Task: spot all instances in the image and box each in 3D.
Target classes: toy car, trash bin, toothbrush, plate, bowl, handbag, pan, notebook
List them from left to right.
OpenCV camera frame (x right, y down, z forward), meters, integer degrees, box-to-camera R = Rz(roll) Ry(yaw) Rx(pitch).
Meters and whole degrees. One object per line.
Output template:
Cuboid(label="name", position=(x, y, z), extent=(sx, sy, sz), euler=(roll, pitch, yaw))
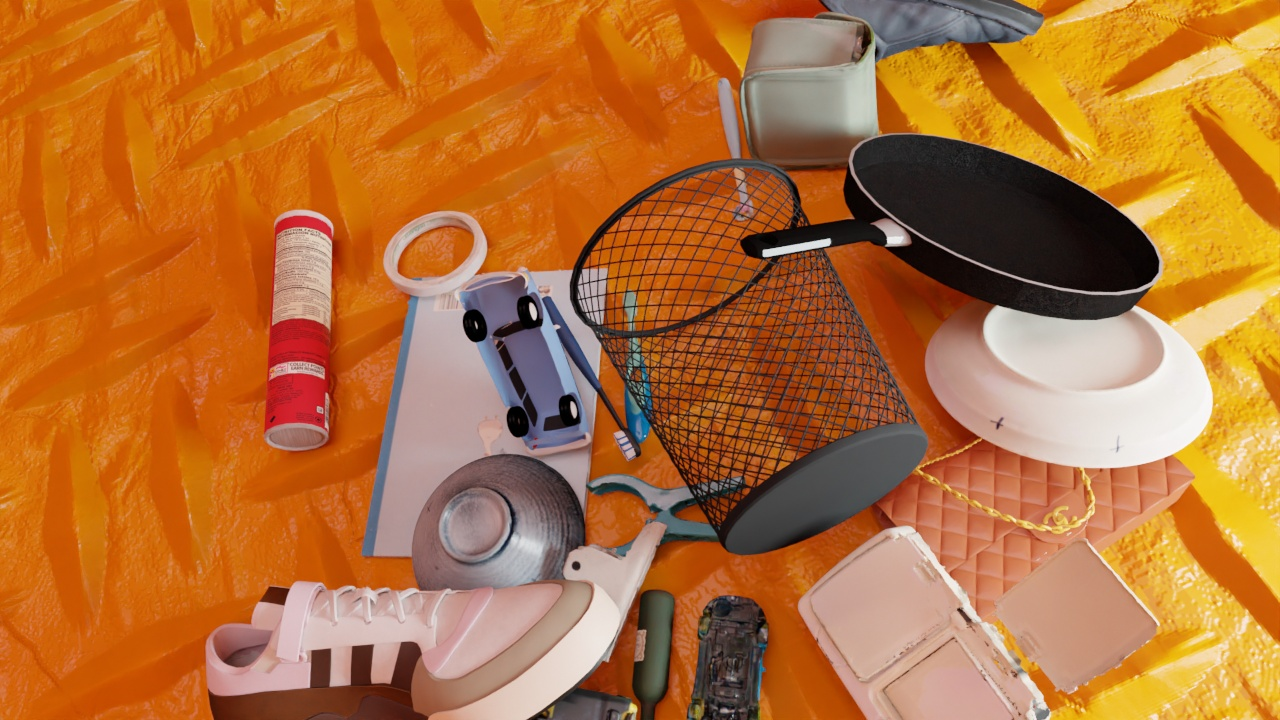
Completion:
Cuboid(label="bowl", position=(-0.113, 0.125, 0.670), extent=(0.137, 0.057, 0.137), euler=(-4, 66, 10))
Cuboid(label="notebook", position=(-0.124, 0.037, 0.752), extent=(0.181, 0.009, 0.253), euler=(-1, 65, 12))
Cuboid(label="toy car", position=(-0.084, 0.000, 0.685), extent=(0.056, 0.153, 0.054), euler=(-13, 26, 15))
Cuboid(label="toothbrush", position=(-0.043, 0.010, 0.733), extent=(0.014, 0.014, 0.167), euler=(-25, 61, -14))
Cuboid(label="toothbrush", position=(-0.004, 0.004, 0.741), extent=(0.022, 0.017, 0.135), euler=(-8, 65, 8))
Cuboid(label="toy car", position=(0.060, 0.211, 0.613), extent=(0.048, 0.032, 0.105), euler=(1, 59, 13))
Cuboid(label="toothbrush", position=(0.082, -0.191, 0.815), extent=(0.022, 0.016, 0.154), euler=(-31, 54, 40))
Cuboid(label="trash bin", position=(0.075, 0.004, 0.623), extent=(0.184, 0.184, 0.210), euler=(-26, 61, -1))
Cuboid(label="handbag", position=(0.141, -0.219, 0.758), extent=(0.106, 0.122, 0.067), euler=(4, 63, 17))
Cuboid(label="pan", position=(0.202, -0.089, 0.625), extent=(0.355, 0.034, 0.225), euler=(-14, 45, -33))
Cuboid(label="handbag", position=(0.258, 0.088, 0.617), extent=(0.172, 0.060, 0.109), euler=(-32, 58, -4))
Cuboid(label="plate", position=(0.290, -0.003, 0.625), extent=(0.182, 0.034, 0.182), euler=(-4, 39, 3))

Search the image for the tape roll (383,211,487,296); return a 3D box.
Cuboid(label="tape roll", position=(-0.183, -0.096, 0.820), extent=(0.093, 0.013, 0.092), euler=(-6, 53, 8))

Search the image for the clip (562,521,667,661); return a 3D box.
Cuboid(label="clip", position=(-0.022, 0.154, 0.654), extent=(0.060, 0.052, 0.102), euler=(22, 88, 28))

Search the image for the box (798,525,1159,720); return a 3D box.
Cuboid(label="box", position=(0.194, 0.156, 0.554), extent=(0.185, 0.044, 0.143), euler=(-49, 58, 24))

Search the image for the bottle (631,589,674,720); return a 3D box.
Cuboid(label="bottle", position=(0.008, 0.212, 0.629), extent=(0.025, 0.025, 0.105), euler=(0, 64, 12))

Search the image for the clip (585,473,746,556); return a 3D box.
Cuboid(label="clip", position=(0.016, 0.131, 0.668), extent=(0.130, 0.030, 0.119), euler=(11, 66, 15))

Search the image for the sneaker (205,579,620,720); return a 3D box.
Cuboid(label="sneaker", position=(-0.161, 0.179, 0.603), extent=(0.294, 0.111, 0.116), euler=(-20, 106, 17))

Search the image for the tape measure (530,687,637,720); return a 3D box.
Cuboid(label="tape measure", position=(-0.039, 0.236, 0.600), extent=(0.071, 0.072, 0.042), euler=(6, 69, 3))

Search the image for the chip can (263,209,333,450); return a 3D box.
Cuboid(label="chip can", position=(-0.296, -0.029, 0.800), extent=(0.052, 0.052, 0.214), euler=(-12, 63, 6))

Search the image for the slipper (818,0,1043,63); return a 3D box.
Cuboid(label="slipper", position=(0.213, -0.306, 0.816), extent=(0.265, 0.084, 0.108), euler=(14, 29, 5))
